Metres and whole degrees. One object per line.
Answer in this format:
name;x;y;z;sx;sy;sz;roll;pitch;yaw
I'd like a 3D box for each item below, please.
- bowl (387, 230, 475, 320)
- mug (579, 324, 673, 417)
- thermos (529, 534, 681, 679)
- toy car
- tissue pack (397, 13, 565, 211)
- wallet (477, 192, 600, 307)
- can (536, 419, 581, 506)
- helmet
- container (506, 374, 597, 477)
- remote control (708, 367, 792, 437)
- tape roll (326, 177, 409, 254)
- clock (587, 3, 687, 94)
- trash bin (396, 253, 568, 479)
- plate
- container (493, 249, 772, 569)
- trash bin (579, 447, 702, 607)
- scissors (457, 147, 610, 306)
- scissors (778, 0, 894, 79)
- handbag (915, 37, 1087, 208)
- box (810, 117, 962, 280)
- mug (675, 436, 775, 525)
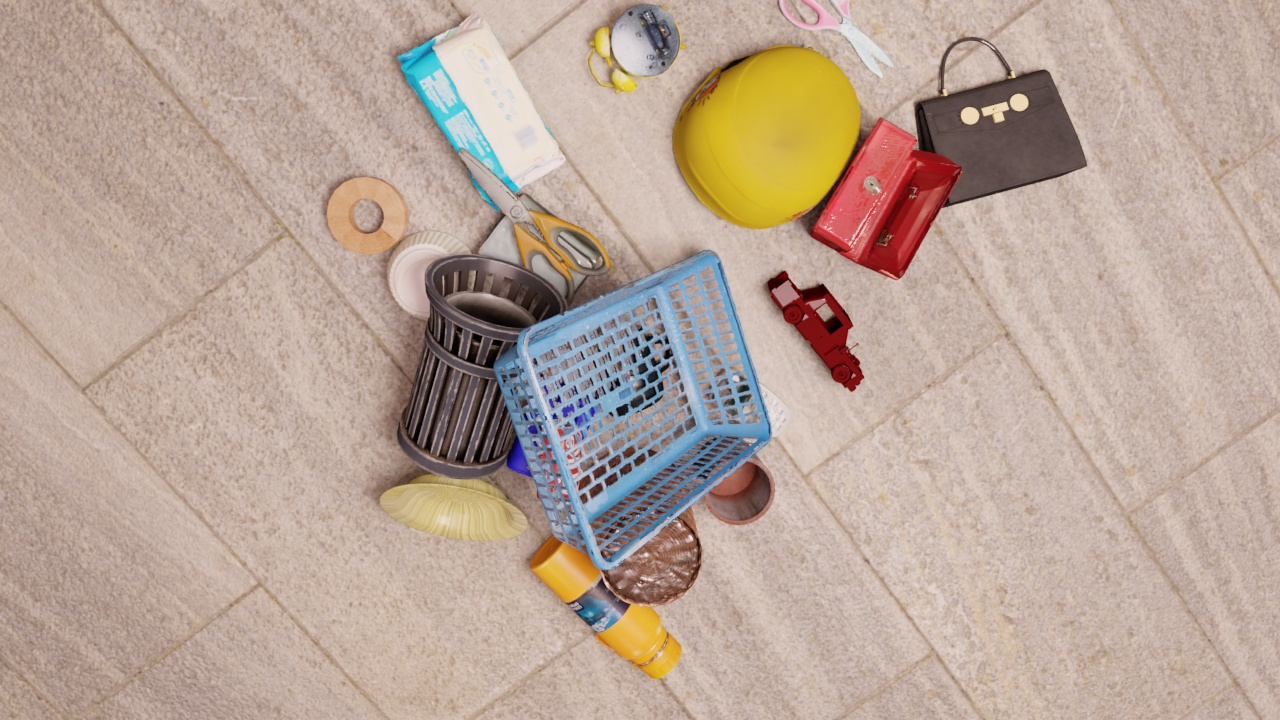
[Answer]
bowl;-0.260;-0.101;1.132;0.115;0.062;0.115;-1;102;-4
mug;-0.007;0.007;1.170;0.121;0.085;0.094;-29;105;-28
thermos;-0.045;0.329;1.235;0.232;0.092;0.076;46;66;-11
toy car;0.235;-0.045;1.175;0.062;0.070;0.170;-38;102;16
tissue pack;-0.185;-0.295;1.098;0.117;0.066;0.209;-31;103;1
wallet;-0.126;-0.133;1.144;0.131;0.054;0.100;36;95;-6
can;-0.098;0.123;1.107;0.054;0.054;0.096;1;99;-5
helmet;0.166;-0.271;1.090;0.240;0.139;0.209;-43;101;4
container;-0.111;0.088;1.171;0.084;0.085;0.114;21;98;-9
remote control;0.146;0.057;1.211;0.114;0.028;0.060;35;97;-10
tape roll;-0.334;-0.178;1.129;0.094;0.027;0.094;-1;101;-4
clock;-0.007;-0.373;1.098;0.119;0.057;0.083;-29;103;2
trash bin;-0.197;0.015;1.088;0.164;0.164;0.228;18;120;-8
plate;-0.233;0.178;1.163;0.184;0.185;0.036;10;59;-6
container;-0.003;0.042;1.038;0.089;0.361;0.257;-11;102;40
trash bin;-0.003;0.209;1.139;0.151;0.210;0.151;-1;101;-3
scissors;-0.128;-0.172;1.093;0.114;0.016;0.229;-34;104;12
scissors;0.260;-0.425;1.130;0.178;0.016;0.101;34;97;-10
handbag;0.435;-0.309;1.151;0.176;0.072;0.195;-15;91;-1
box;0.279;-0.201;1.120;0.126;0.137;0.157;25;98;-15
mug;0.104;0.150;1.188;0.123;0.110;0.096;14;95;-6
